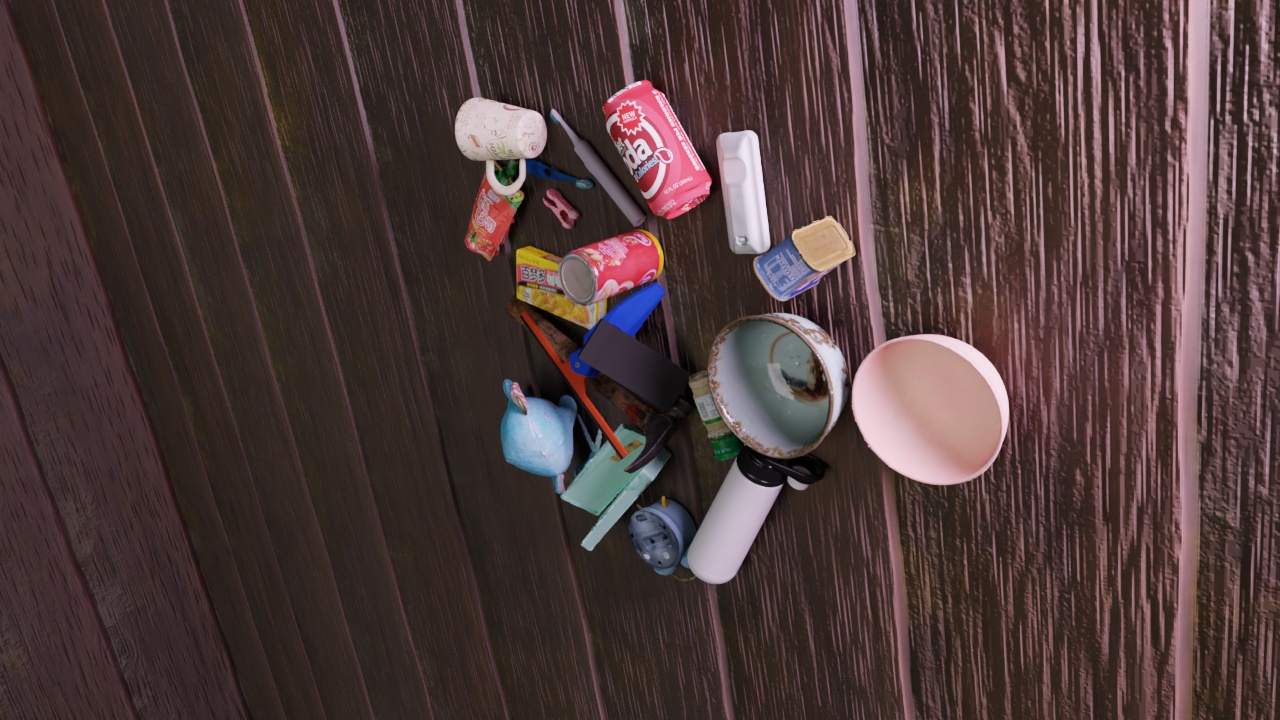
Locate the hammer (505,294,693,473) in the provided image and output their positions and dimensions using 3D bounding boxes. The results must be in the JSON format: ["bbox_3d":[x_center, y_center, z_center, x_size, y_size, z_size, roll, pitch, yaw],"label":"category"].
[{"bbox_3d":[-0.080,0.014,1.240,0.330,0.033,0.120,39,92,31],"label":"hammer"}]

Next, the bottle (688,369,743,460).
[{"bbox_3d":[0.093,0.066,1.123,0.043,0.042,0.110,-18,95,46],"label":"bottle"}]

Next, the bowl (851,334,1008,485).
[{"bbox_3d":[0.292,0.038,0.897,0.153,0.076,0.153,19,121,35],"label":"bowl"}]

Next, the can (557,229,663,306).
[{"bbox_3d":[-0.035,-0.112,1.100,0.067,0.124,0.067,20,121,37],"label":"can"}]

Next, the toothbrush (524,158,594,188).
[{"bbox_3d":[-0.112,-0.242,1.191,0.132,0.016,0.021,24,122,33],"label":"toothbrush"}]

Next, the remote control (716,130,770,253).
[{"bbox_3d":[0.111,-0.182,1.004,0.050,0.022,0.133,6,113,42],"label":"remote control"}]

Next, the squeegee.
[{"bbox_3d":[-0.039,-0.029,1.162,0.185,0.055,0.249,-45,68,18],"label":"squeegee"}]

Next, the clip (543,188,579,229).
[{"bbox_3d":[-0.105,-0.197,1.204,0.060,0.023,0.044,31,126,22],"label":"clip"}]

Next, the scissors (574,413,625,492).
[{"bbox_3d":[-0.056,0.138,1.318,0.117,0.014,0.130,27,119,28],"label":"scissors"}]

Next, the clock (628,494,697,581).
[{"bbox_3d":[0.038,0.247,1.252,0.089,0.051,0.124,-29,89,45],"label":"clock"}]

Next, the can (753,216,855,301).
[{"bbox_3d":[0.168,-0.105,0.932,0.059,0.099,0.054,-38,83,43],"label":"can"}]

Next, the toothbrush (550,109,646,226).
[{"bbox_3d":[-0.056,-0.242,1.137,0.188,0.018,0.019,53,134,11],"label":"toothbrush"}]

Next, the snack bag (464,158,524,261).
[{"bbox_3d":[-0.200,-0.218,1.277,0.087,0.044,0.155,51,130,25],"label":"snack bag"}]

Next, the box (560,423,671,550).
[{"bbox_3d":[-0.046,0.166,1.260,0.091,0.077,0.189,40,128,4],"label":"box"}]

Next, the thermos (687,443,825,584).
[{"bbox_3d":[0.137,0.190,1.126,0.101,0.068,0.230,31,128,14],"label":"thermos"}]

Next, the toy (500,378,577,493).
[{"bbox_3d":[-0.142,0.092,1.312,0.180,0.115,0.183,-113,-1,-65],"label":"toy"}]

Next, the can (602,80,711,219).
[{"bbox_3d":[0.018,-0.235,1.029,0.075,0.074,0.142,-32,86,46],"label":"can"}]

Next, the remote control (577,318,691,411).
[{"bbox_3d":[-0.007,0.007,1.126,0.133,0.013,0.058,33,93,-13],"label":"remote control"}]

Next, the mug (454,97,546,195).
[{"bbox_3d":[-0.178,-0.276,1.194,0.097,0.080,0.122,14,110,31],"label":"mug"}]

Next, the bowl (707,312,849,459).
[{"bbox_3d":[0.163,0.016,0.995,0.160,0.093,0.160,20,122,36],"label":"bowl"}]

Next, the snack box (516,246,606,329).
[{"bbox_3d":[-0.109,-0.099,1.248,0.152,0.025,0.075,24,123,34],"label":"snack box"}]
